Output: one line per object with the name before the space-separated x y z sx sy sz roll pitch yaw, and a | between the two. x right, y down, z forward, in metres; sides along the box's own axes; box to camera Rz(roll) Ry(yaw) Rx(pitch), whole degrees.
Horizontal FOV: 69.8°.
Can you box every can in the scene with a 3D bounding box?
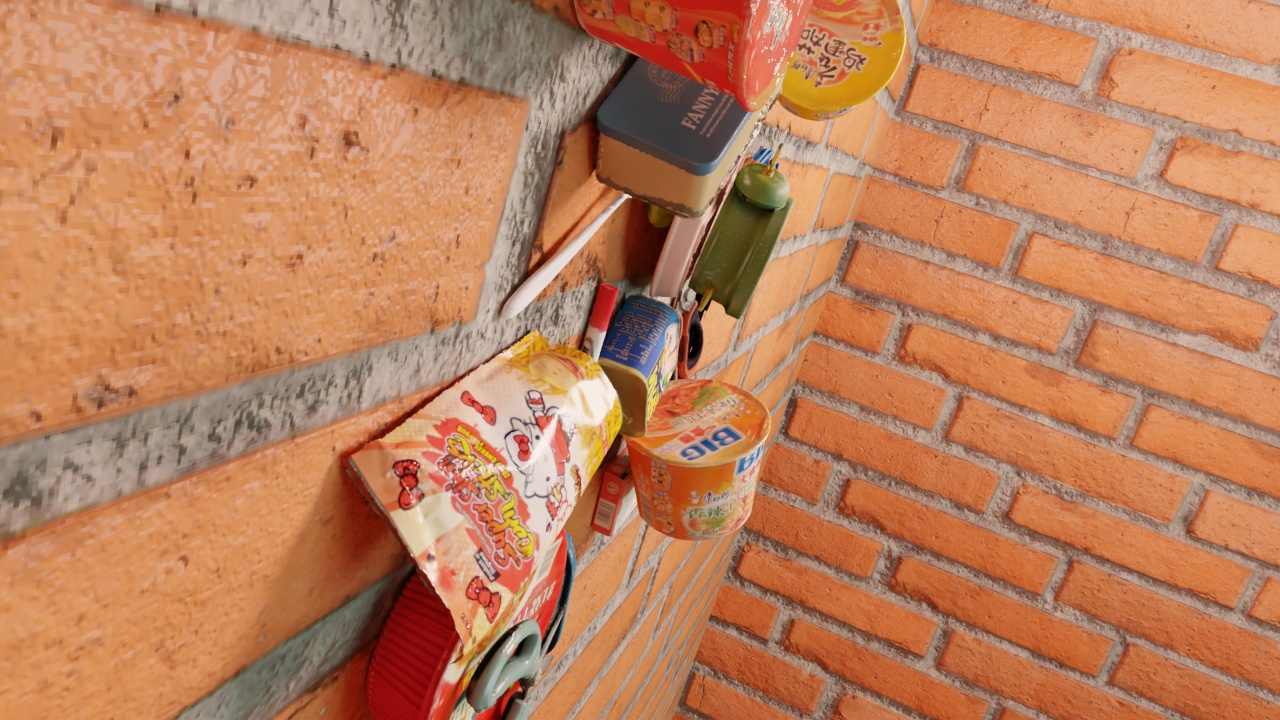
can | -0.005 0.005 0.800 0.102 0.057 0.083 91 22 -55

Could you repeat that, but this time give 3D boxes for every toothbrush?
toothbrush | -0.044 -0.083 0.616 0.179 0.016 0.016 -53 157 -40

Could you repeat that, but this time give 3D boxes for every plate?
plate | 0.065 -0.155 0.796 0.229 0.028 0.229 28 85 -87

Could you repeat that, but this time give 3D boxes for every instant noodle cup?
instant noodle cup | 0.055 0.104 0.935 0.151 0.151 0.112 -50 145 -52
instant noodle cup | -0.120 0.187 0.618 0.193 0.066 0.194 -59 164 -30
instant noodle cup | 0.033 -0.218 0.506 0.138 0.109 0.138 22 89 -76
instant noodle cup | 0.186 -0.305 0.916 0.109 0.138 0.138 -12 123 -83

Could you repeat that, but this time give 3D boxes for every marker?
marker | -0.045 0.009 0.737 0.017 0.017 0.145 -30 139 -68
marker | 0.055 -0.029 1.043 0.020 0.022 0.132 23 -88 62

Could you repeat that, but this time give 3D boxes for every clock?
clock | 0.094 -0.115 0.812 0.116 0.056 0.161 -52 166 -82

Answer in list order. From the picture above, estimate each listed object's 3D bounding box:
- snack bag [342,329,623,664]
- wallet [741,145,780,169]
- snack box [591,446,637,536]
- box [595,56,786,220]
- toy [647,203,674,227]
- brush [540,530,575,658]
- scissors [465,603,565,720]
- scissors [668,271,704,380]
snack bag | -0.082 0.064 0.546 0.128 0.073 0.207 68 26 -14
wallet | 0.103 -0.166 0.993 0.132 0.040 0.107 -51 166 -50
snack box | -0.006 0.126 1.031 0.155 0.027 0.077 -44 151 -60
box | 0.037 -0.174 0.626 0.064 0.090 0.183 102 14 -56
toy | 0.028 -0.157 0.737 0.100 0.031 0.096 90 22 -64
brush | -0.084 0.195 0.781 0.073 0.055 0.144 -47 154 -55
scissors | -0.096 0.243 0.618 0.174 0.019 0.169 63 48 -73
scissors | 0.056 -0.062 0.977 0.209 0.015 0.182 -61 149 -4
